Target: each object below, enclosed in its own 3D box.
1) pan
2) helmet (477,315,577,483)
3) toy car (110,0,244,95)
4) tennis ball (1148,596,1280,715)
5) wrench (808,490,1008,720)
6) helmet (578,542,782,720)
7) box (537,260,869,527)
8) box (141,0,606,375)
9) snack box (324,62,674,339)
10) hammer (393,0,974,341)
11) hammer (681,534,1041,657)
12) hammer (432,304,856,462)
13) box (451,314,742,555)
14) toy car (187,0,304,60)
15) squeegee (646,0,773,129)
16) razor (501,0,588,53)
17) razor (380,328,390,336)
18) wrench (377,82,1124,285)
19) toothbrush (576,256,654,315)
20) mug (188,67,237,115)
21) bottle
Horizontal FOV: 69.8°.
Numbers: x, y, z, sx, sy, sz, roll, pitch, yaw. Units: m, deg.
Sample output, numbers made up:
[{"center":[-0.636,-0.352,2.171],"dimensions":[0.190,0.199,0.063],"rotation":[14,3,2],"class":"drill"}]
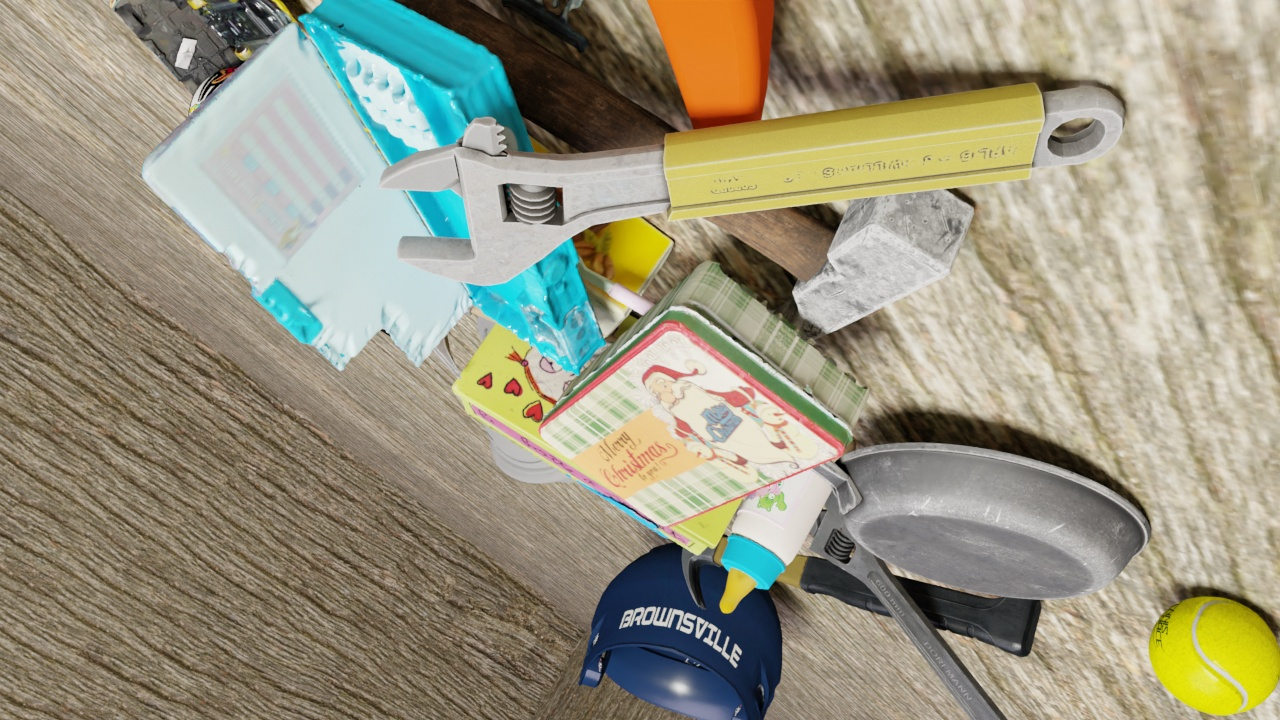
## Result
[{"center":[0.131,0.070,0.573],"dimensions":[0.357,0.055,0.188],"rotation":[19,156,1],"class":"pan"},{"center":[-0.088,0.055,0.841],"dimensions":[0.272,0.117,0.183],"rotation":[14,153,46],"class":"helmet"},{"center":[-0.327,-0.232,0.650],"dimensions":[0.047,0.047,0.112],"rotation":[46,171,25],"class":"toy car"},{"center":[0.335,0.172,0.537],"dimensions":[0.065,0.065,0.065],"rotation":[29,160,12],"class":"tennis ball"},{"center":[0.212,0.202,0.712],"dimensions":[0.273,0.018,0.073],"rotation":[53,136,14],"class":"wrench"},{"center":[0.058,0.342,1.112],"dimensions":[0.232,0.222,0.273],"rotation":[14,126,12],"class":"helmet"},{"center":[0.025,0.032,0.523],"dimensions":[0.117,0.049,0.206],"rotation":[40,149,-9],"class":"box"},{"center":[-0.106,-0.043,0.436],"dimensions":[0.098,0.121,0.227],"rotation":[34,163,23],"class":"box"},{"center":[-0.101,-0.101,0.581],"dimensions":[0.230,0.061,0.110],"rotation":[35,160,-5],"class":"snack box"},{"center":[-0.022,-0.097,0.456],"dimensions":[0.300,0.037,0.218],"rotation":[29,162,-9],"class":"hammer"},{"center":[0.170,0.191,0.798],"dimensions":[0.334,0.117,0.025],"rotation":[6,155,42],"class":"hammer"},{"center":[-0.004,0.004,0.652],"dimensions":[0.331,0.119,0.031],"rotation":[24,162,0],"class":"hammer"},{"center":[-0.014,0.038,0.687],"dimensions":[0.221,0.124,0.081],"rotation":[32,163,9],"class":"box"},{"center":[-0.247,-0.219,0.581],"dimensions":[0.107,0.030,0.049],"rotation":[18,154,43],"class":"toy car"},{"center":[0.019,-0.141,0.296],"dimensions":[0.250,0.055,0.185],"rotation":[9,141,22],"class":"squeegee"},{"center":[-0.018,-0.172,0.353],"dimensions":[0.042,0.022,0.144],"rotation":[28,157,-11],"class":"razor"},{"center":[-0.233,-0.078,0.856],"dimensions":[0.057,0.060,0.156],"rotation":[-7,141,-10],"class":"razor"},{"center":[0.029,-0.067,0.340],"dimensions":[0.274,0.018,0.084],"rotation":[-4,146,12],"class":"wrench"},{"center":[0.021,-0.019,0.524],"dimensions":[0.155,0.015,0.022],"rotation":[29,126,-4],"class":"toothbrush"},{"center":[-0.245,-0.162,0.658],"dimensions":[0.098,0.082,0.118],"rotation":[15,180,42],"class":"mug"},{"center":[0.095,0.117,0.660],"dimensions":[0.051,0.146,0.051],"rotation":[29,160,12],"class":"bottle"}]
